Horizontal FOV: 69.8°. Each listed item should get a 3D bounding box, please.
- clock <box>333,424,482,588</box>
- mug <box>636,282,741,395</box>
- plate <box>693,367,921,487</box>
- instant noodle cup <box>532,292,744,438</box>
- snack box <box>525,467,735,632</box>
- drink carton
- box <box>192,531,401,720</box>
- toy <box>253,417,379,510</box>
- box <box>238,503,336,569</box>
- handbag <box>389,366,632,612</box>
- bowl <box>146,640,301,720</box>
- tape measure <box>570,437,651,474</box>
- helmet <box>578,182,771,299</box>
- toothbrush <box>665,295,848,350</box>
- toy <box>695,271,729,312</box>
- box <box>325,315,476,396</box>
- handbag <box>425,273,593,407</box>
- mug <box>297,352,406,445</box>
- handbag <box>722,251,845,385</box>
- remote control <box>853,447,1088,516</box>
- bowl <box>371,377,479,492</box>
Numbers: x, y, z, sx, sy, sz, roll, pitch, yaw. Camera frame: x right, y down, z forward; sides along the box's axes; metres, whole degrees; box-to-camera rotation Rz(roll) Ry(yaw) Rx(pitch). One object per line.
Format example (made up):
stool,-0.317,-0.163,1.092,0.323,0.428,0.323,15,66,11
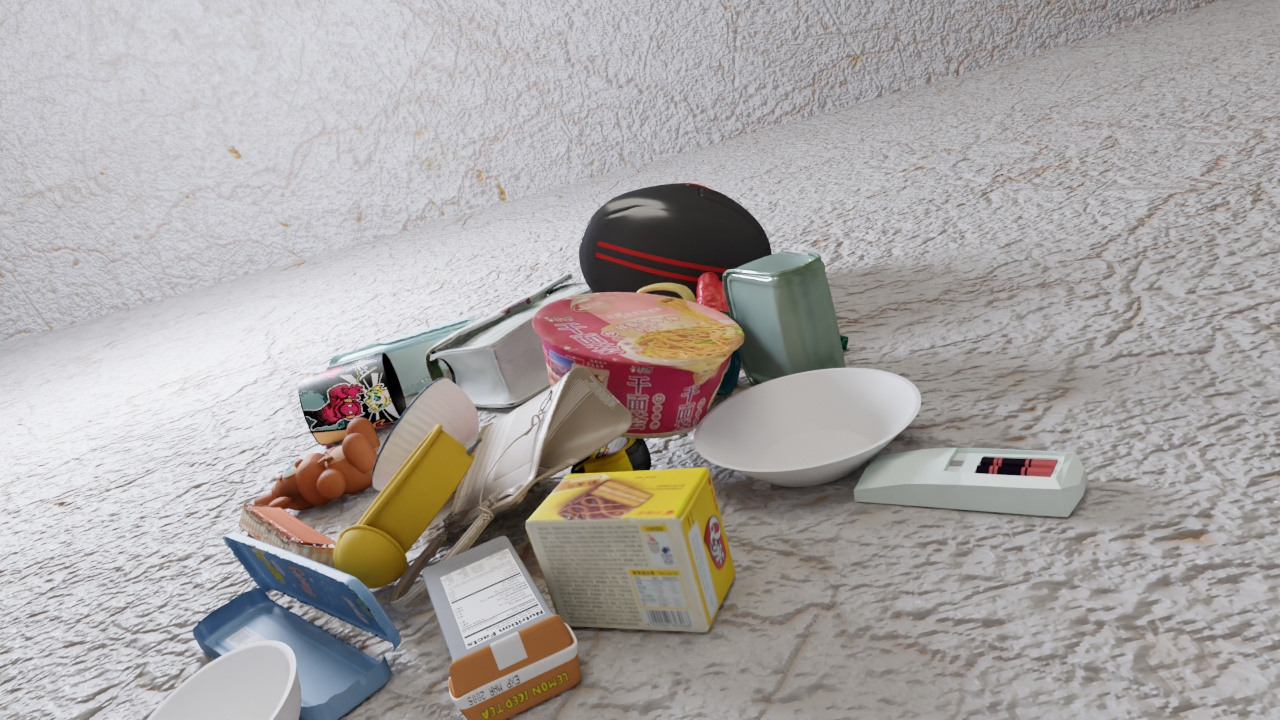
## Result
clock,-0.181,0.116,0.690,0.151,0.052,0.114,-55,10,-22
mug,0.032,-0.019,0.893,0.107,0.113,0.083,-2,14,32
plate,0.130,0.058,0.710,0.174,0.036,0.173,-14,19,5
instant noodle cup,-0.005,0.005,0.786,0.178,0.078,0.178,4,22,-2
snack box,-0.005,0.118,0.577,0.106,0.084,0.061,-6,22,26
drink carton,-0.091,0.164,0.571,0.076,0.048,0.125,-22,19,-16
box,-0.253,0.180,0.633,0.209,0.078,0.073,2,31,44
toy,-0.315,0.110,0.893,0.127,0.065,0.095,-23,13,-3
box,-0.296,0.164,0.781,0.058,0.062,0.189,2,3,-36
handbag,-0.119,0.112,0.699,0.176,0.062,0.197,-31,17,53
bowl,-0.239,0.221,0.535,0.110,0.040,0.109,-21,26,11
tape measure,-0.022,0.087,0.751,0.064,0.037,0.065,-18,13,4
helmet,0.053,-0.120,1.070,0.264,0.164,0.170,4,18,-25
toothbrush,0.112,-0.036,0.917,0.190,0.017,0.016,13,64,7
toy,0.116,-0.032,0.971,0.133,0.088,0.093,2,51,-4
box,-0.292,0.001,1.153,0.199,0.083,0.066,-15,10,5
handbag,-0.138,-0.027,1.084,0.142,0.096,0.198,2,28,45
mug,-0.334,0.036,1.074,0.098,0.082,0.118,-18,30,-5
handbag,0.138,-0.034,0.841,0.067,0.122,0.106,-21,16,-20
remote control,0.216,0.076,0.608,0.144,0.024,0.049,-2,23,37
bowl,-0.182,0.081,0.830,0.062,0.118,0.117,31,31,6
